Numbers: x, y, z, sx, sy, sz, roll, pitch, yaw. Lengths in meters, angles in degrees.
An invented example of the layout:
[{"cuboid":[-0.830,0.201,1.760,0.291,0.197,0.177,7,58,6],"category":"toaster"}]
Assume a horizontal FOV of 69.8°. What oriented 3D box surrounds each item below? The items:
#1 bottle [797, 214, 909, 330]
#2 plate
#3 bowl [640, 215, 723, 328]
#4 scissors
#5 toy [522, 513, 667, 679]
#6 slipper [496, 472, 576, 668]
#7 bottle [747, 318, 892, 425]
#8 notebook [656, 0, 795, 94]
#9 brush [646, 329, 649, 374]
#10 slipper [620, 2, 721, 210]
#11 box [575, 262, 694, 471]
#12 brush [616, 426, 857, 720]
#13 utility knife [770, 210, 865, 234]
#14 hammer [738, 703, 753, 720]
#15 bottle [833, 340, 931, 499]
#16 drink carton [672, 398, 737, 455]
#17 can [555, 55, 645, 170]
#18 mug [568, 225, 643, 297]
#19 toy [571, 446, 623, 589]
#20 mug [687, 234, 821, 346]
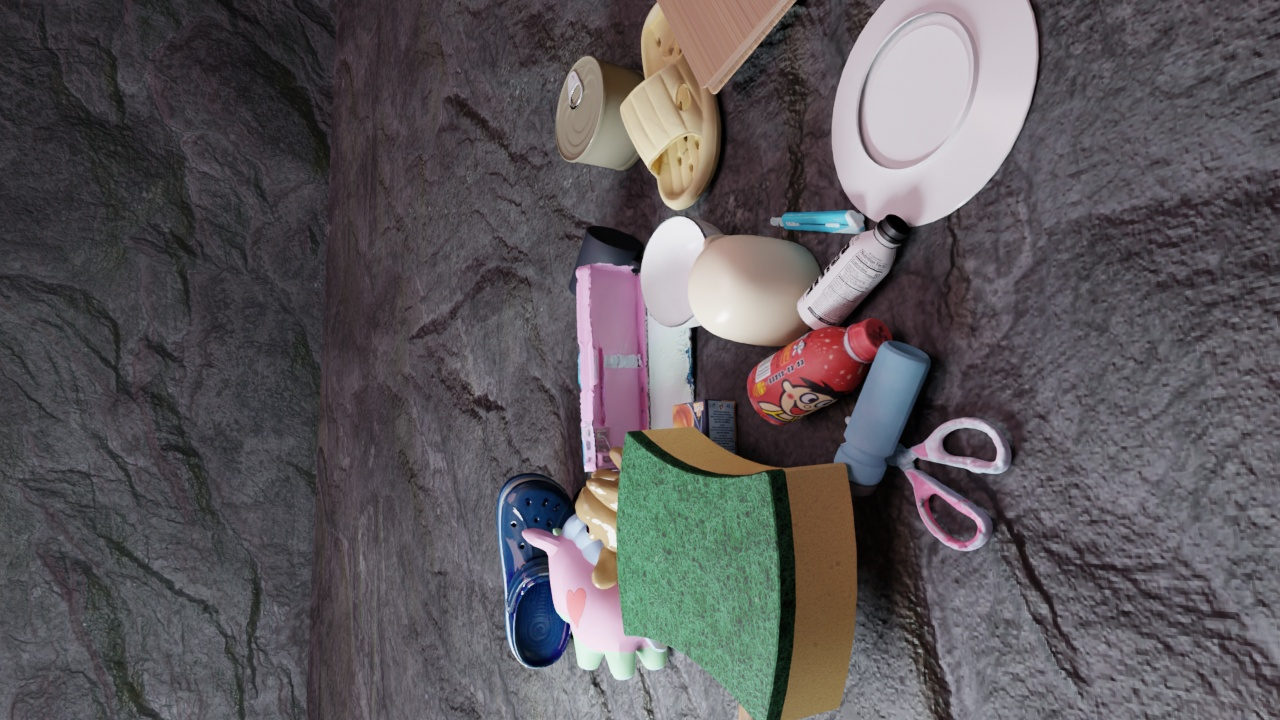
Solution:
[{"cuboid":[0.177,-0.073,0.755,0.116,0.041,0.041,-54,42,42],"category":"bottle"},{"cuboid":[0.219,-0.211,0.726,0.209,0.015,0.208,-14,74,58],"category":"plate"},{"cuboid":[0.056,-0.088,0.936,0.114,0.063,0.113,-6,83,54],"category":"bowl"},{"cuboid":[0.213,0.063,0.705,0.179,0.016,0.105,44,123,57],"category":"scissors"},{"cuboid":[-0.039,0.254,1.021,0.223,0.120,0.171,-16,82,59],"category":"toy"},{"cuboid":[-0.120,0.268,1.152,0.095,0.105,0.253,-162,69,-67],"category":"slipper"},{"cuboid":[0.152,0.005,0.766,0.138,0.062,0.062,-37,54,53],"category":"bottle"},{"cuboid":[0.090,-0.400,0.935,0.170,0.022,0.210,-44,48,32],"category":"notebook"},{"cuboid":[0.015,-0.029,1.055,0.039,0.012,0.151,55,131,47],"category":"brush"},{"cuboid":[0.025,-0.297,1.014,0.112,0.079,0.261,-31,59,50],"category":"slipper"},{"cuboid":[-0.006,0.006,0.997,0.106,0.086,0.230,-6,85,52],"category":"box"},{"cuboid":[0.070,0.169,0.783,0.251,0.075,0.195,8,99,60],"category":"brush"},{"cuboid":[0.156,-0.124,0.824,0.022,0.015,0.124,58,161,-21],"category":"utility knife"},{"cuboid":[0.101,0.340,0.834,0.129,0.040,0.321,-11,75,63],"category":"hammer"},{"cuboid":[0.182,0.050,0.708,0.040,0.040,0.130,45,123,53],"category":"bottle"},{"cuboid":[0.065,0.107,0.920,0.064,0.040,0.130,-17,71,59],"category":"drink carton"},{"cuboid":[-0.045,-0.303,1.134,0.128,0.073,0.127,-14,74,58],"category":"can"},{"cuboid":[-0.029,-0.104,1.096,0.105,0.071,0.078,33,117,27],"category":"mug"},{"cuboid":[-0.020,0.152,0.955,0.133,0.106,0.108,-53,-16,-43],"category":"toy"},{"cuboid":[0.093,-0.074,0.839,0.096,0.099,0.120,-57,40,39],"category":"mug"}]
